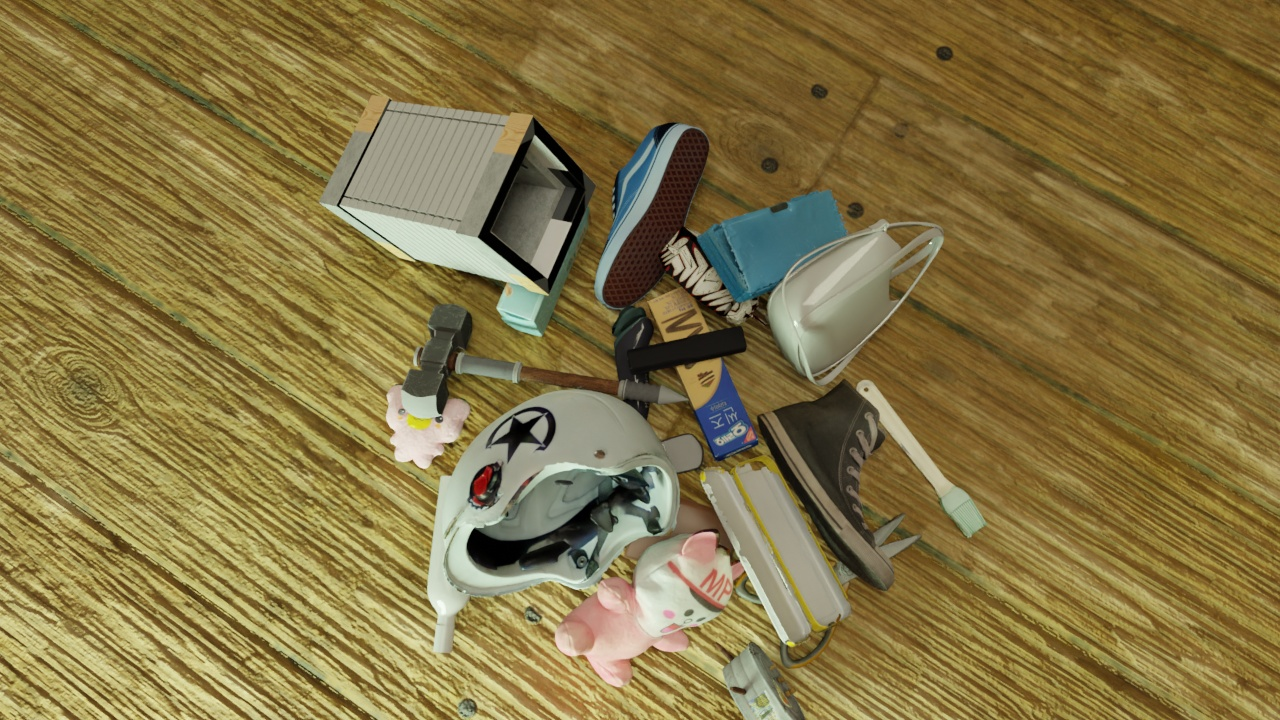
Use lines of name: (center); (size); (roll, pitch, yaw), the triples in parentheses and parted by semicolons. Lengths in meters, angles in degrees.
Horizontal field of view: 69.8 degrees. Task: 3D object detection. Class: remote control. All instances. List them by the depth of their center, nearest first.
remote control: (0.053, -0.012, 1.055); (0.136, 0.015, 0.032); (-12, 78, -3)
remote control: (0.014, 0.120, 1.090); (0.124, 0.009, 0.046); (-14, 78, -1)

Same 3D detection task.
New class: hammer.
hammer: (-0.106, 0.020, 1.069); (0.322, 0.043, 0.155); (9, 55, 6)

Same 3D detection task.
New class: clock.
clock: (0.142, 0.369, 0.993); (0.056, 0.104, 0.148); (-34, 109, 4)
clock: (0.100, -0.097, 1.077); (0.154, 0.114, 0.065); (39, 106, -3)

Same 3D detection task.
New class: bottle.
bottle: (-0.215, 0.233, 1.053); (0.052, 0.052, 0.195); (4, 78, 3)

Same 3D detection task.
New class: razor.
razor: (-0.006, 0.006, 1.100); (0.052, 0.047, 0.142); (-10, 79, 25)

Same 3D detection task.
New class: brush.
brush: (0.327, 0.111, 1.080); (0.033, 0.012, 0.217); (-35, 77, -5)

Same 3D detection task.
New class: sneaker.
sneaker: (0.240, 0.137, 1.032); (0.120, 0.095, 0.234); (-27, 64, -4)
sneaker: (-0.001, -0.180, 1.136); (0.098, 0.083, 0.241); (25, 91, 50)

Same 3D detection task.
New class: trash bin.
trash bin: (-0.209, -0.191, 1.051); (0.247, 0.142, 0.142); (16, 78, 31)

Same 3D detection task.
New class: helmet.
helmet: (-0.101, 0.133, 0.994); (0.264, 0.236, 0.163); (-32, 52, 8)

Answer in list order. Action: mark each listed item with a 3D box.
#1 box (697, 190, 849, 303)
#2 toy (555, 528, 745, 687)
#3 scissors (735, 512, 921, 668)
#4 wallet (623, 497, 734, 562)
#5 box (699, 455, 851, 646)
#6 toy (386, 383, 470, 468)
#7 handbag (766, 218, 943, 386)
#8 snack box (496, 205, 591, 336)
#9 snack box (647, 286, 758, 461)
box: (0.166, -0.137, 1.051); (0.230, 0.049, 0.093); (-23, 79, -44)
toy: (0.016, 0.262, 1.004); (0.213, 0.142, 0.084); (-37, 39, 5)
scissors: (0.227, 0.259, 1.049); (0.225, 0.016, 0.162); (-19, 76, -4)
wallet: (0.050, 0.207, 1.067); (0.121, 0.013, 0.087); (18, 80, 3)
box: (0.147, 0.205, 1.012); (0.039, 0.129, 0.209); (-42, 65, 37)
toy: (-0.260, 0.078, 1.087); (0.102, 0.050, 0.093); (15, 70, 6)
handbag: (0.252, -0.082, 1.022); (0.222, 0.216, 0.095); (-35, 63, -1)
snack box: (-0.115, -0.121, 1.113); (0.053, 0.075, 0.174); (19, 80, 5)
snack box: (0.073, 0.015, 1.086); (0.056, 0.057, 0.206); (-23, 78, -2)
